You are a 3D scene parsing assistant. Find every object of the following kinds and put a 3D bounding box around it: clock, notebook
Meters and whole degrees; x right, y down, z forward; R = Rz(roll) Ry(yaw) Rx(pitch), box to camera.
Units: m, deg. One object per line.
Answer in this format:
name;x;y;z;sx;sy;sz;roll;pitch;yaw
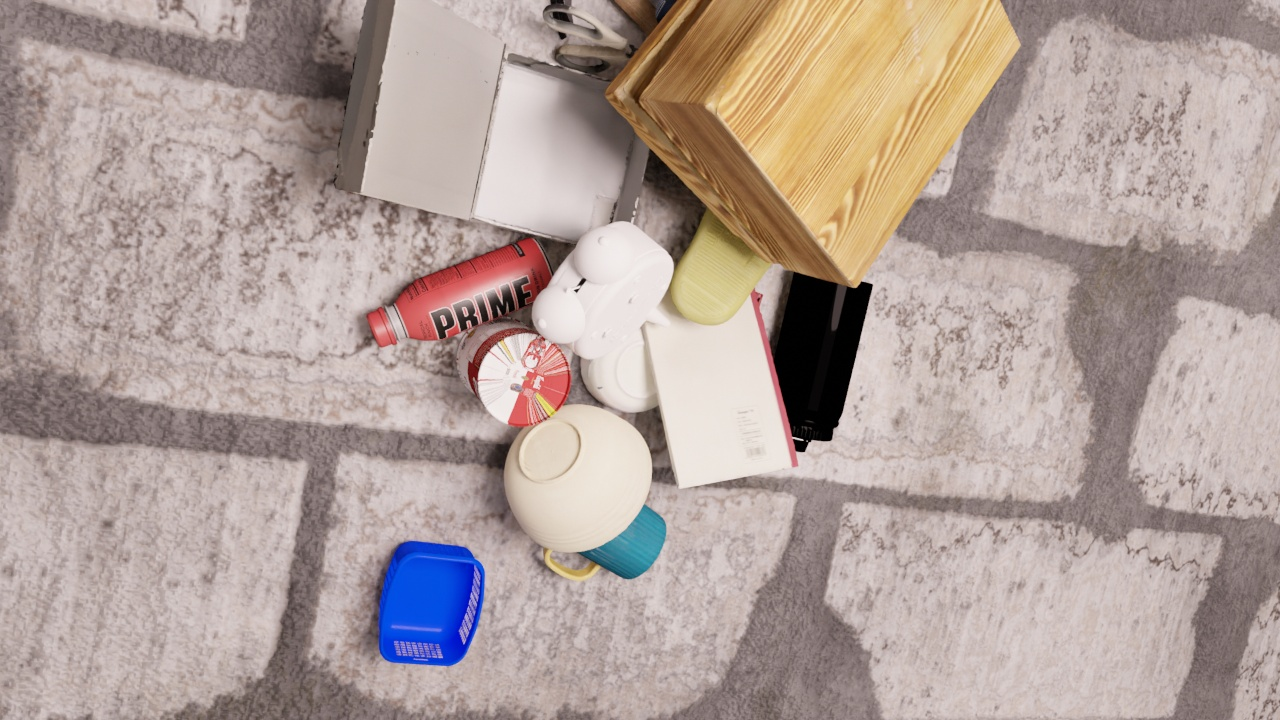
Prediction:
clock;-0.025;-0.059;0.842;0.073;0.160;0.125;42;103;16
notebook;0.081;0.019;0.948;0.152;0.012;0.208;-5;77;-30

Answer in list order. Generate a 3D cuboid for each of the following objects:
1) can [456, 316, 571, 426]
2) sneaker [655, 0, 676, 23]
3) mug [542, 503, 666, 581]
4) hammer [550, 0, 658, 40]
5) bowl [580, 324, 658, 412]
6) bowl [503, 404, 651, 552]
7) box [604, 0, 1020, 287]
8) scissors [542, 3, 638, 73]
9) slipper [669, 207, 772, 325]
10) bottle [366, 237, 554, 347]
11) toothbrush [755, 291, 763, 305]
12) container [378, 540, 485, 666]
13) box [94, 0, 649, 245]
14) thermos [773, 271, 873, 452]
can;-0.123;0.008;0.877;0.086;0.116;0.087;-4;101;-20
sneaker;0.064;-0.431;0.872;0.132;0.103;0.269;31;76;-10
mug;-0.046;0.182;0.964;0.107;0.083;0.114;37;98;-26
hammer;0.040;-0.303;0.923;0.305;0.040;0.132;40;82;-23
bowl;-0.006;0.006;0.955;0.104;0.054;0.105;-4;103;-19
bowl;-0.071;0.102;0.888;0.150;0.151;0.075;-45;144;-7
box;0.158;-0.245;0.787;0.245;0.168;0.279;41;79;-34
scissors;-0.017;-0.286;0.853;0.163;0.155;0.012;22;74;-25
slipper;0.091;-0.109;0.948;0.091;0.082;0.190;30;68;0
bottle;-0.172;-0.060;0.876;0.176;0.062;0.062;-23;107;-15
toothbrush;0.102;0.015;1.016;0.016;0.016;0.190;16;94;-22
container;-0.212;0.240;0.921;0.096;0.058;0.114;11;96;-22
box;-0.185;-0.212;0.781;0.477;0.119;0.166;7;98;-44
thermos;0.190;0.005;1.009;0.086;0.086;0.198;9;97;-22
